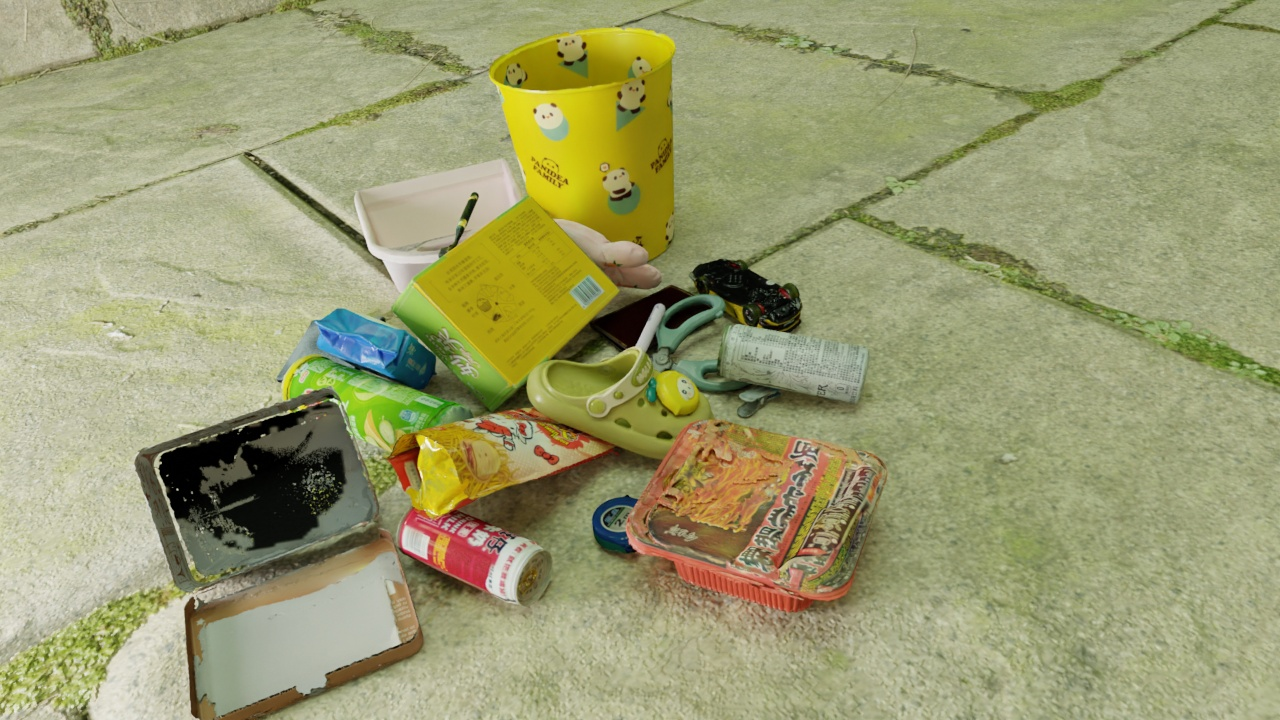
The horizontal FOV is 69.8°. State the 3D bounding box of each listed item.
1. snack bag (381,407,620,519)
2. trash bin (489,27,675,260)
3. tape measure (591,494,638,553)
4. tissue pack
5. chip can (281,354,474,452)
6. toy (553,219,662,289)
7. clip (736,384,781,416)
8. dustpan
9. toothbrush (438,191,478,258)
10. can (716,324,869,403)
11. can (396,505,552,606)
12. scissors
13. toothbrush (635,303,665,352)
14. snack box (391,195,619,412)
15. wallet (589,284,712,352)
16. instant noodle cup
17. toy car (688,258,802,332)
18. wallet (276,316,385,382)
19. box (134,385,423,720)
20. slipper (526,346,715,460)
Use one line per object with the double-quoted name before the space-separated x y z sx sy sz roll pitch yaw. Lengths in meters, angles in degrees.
"snack bag" -0.124 0.083 0.846 0.129 0.073 0.207 16 17 31
"trash bin" -0.058 -0.270 1.191 0.230 0.256 0.229 -5 36 4
"tape measure" -0.015 0.145 0.808 0.054 0.025 0.058 12 36 28
"tissue pack" -0.278 -0.013 0.978 0.095 0.157 0.052 20 81 7
"chip can" -0.269 0.053 0.943 0.221 0.073 0.072 15 42 30
"toy" -0.053 -0.125 1.113 0.160 0.121 0.054 15 71 31
"clip" 0.120 0.038 0.939 0.025 0.030 0.056 26 37 34
"dustpan" -0.254 -0.200 1.195 0.222 0.139 0.273 -18 61 -12
"toothbrush" -0.218 -0.164 1.109 0.017 0.012 0.185 -15 30 10
"can" 0.154 0.002 0.930 0.147 0.058 0.058 10 39 12
"can" -0.142 0.163 0.781 0.133 0.053 0.053 15 41 29
"scissors" 0.054 -0.021 1.011 0.172 0.019 0.178 -5 48 5
"toothbrush" -0.006 0.006 0.974 0.029 0.021 0.188 4 47 23
"snack box" -0.144 -0.068 1.016 0.157 0.070 0.209 46 49 -4
"wallet" 0.014 -0.048 1.076 0.122 0.020 0.096 -26 36 -23
"instant noodle cup" 0.096 0.131 0.760 0.189 0.079 0.164 12 40 24
"toy car" 0.123 -0.077 1.074 0.071 0.041 0.156 -28 42 -26
"wallet" -0.370 -0.013 1.101 0.097 0.019 0.120 -3 37 10
"box" -0.307 0.161 0.784 0.178 0.124 0.273 -20 65 -17
"slipper" -0.013 0.032 0.880 0.190 0.082 0.091 16 37 -4
